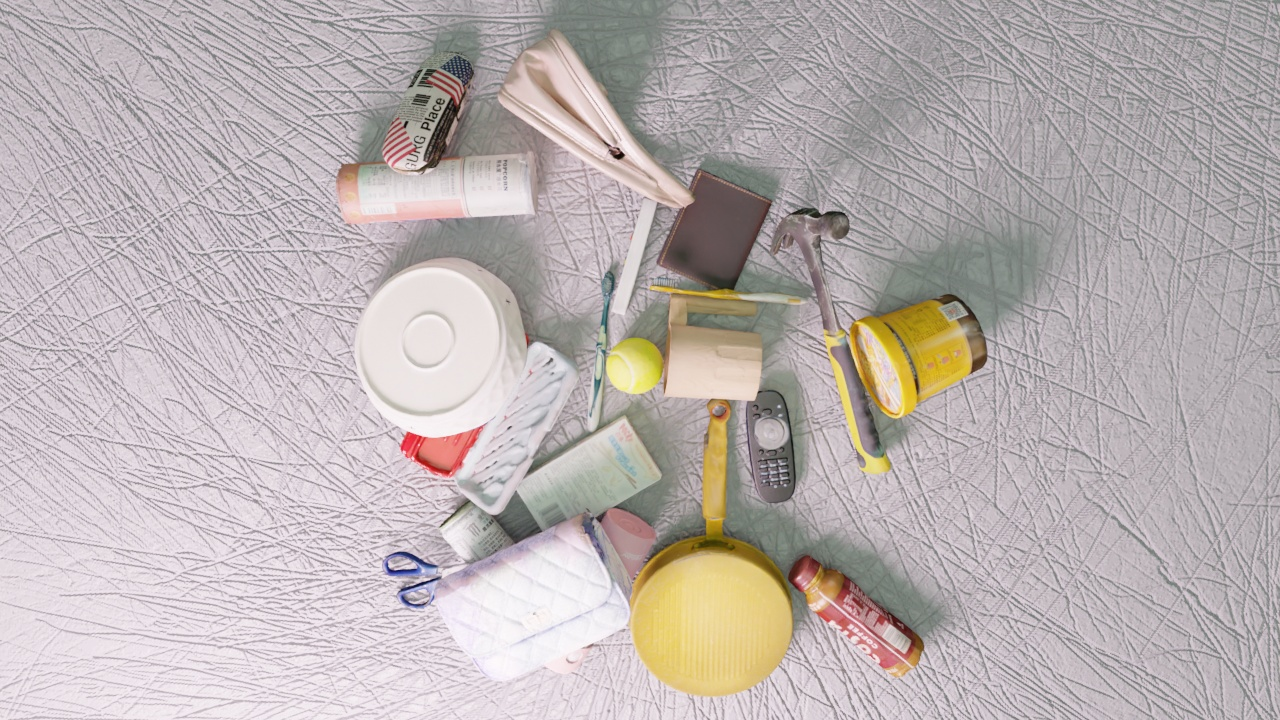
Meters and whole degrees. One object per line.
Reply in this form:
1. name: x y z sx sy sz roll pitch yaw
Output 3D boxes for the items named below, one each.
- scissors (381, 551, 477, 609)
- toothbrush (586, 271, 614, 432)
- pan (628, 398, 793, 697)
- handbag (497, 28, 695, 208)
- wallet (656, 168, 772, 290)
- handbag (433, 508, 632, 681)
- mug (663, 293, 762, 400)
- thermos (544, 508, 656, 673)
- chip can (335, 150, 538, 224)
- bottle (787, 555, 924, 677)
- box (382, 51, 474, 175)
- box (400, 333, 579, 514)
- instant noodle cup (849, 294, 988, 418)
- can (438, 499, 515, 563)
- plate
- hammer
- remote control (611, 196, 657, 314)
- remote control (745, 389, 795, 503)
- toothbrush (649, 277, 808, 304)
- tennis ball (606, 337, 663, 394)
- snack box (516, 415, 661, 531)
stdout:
1. scissors: -0.226 0.259 1.074 0.173 0.012 0.133 15 116 15
2. toothbrush: -0.047 -0.009 1.076 0.016 0.018 0.191 7 96 0
3. pan: 0.086 0.223 1.080 0.198 0.078 0.358 2 105 0
4. handbag: -0.036 -0.240 0.975 0.234 0.193 0.093 40 101 -12
5. wallet: 0.085 -0.148 1.061 0.096 0.020 0.122 24 96 2
6. handbag: -0.111 0.259 1.003 0.194 0.075 0.134 -27 102 6
7. mug: 0.082 -0.015 1.052 0.103 0.084 0.124 5 69 -2
8. thermos: -0.064 0.269 1.071 0.087 0.067 0.199 23 103 -32
9. chip can: -0.226 -0.193 1.030 0.215 0.071 0.071 -3 96 1
10. bottle: 0.253 0.300 1.087 0.175 0.057 0.057 40 94 -4
11. box: -0.232 -0.272 1.014 0.068 0.052 0.164 19 69 -1
12. box: -0.174 0.058 1.064 0.161 0.058 0.201 31 95 12
13. instant noodle cup: 0.313 -0.011 1.030 0.114 0.118 0.118 -23 95 -5
14. can: -0.170 0.234 1.081 0.058 0.058 0.146 -39 94 4
15. plate: -0.230 -0.018 1.032 0.205 0.045 0.204 -2 81 12
16. hammer: 0.222 -0.017 1.031 0.031 0.126 0.323 -27 110 -18
17. remote control: -0.007 -0.118 1.045 0.019 0.056 0.135 16 96 -1
18. remote control: 0.154 0.101 1.083 0.053 0.024 0.136 -6 98 7
19. toothbrush: 0.104 -0.079 1.053 0.191 0.016 0.018 4 94 -12
20. tennis ball: -0.006 0.006 1.053 0.065 0.065 0.065 0 96 0
21. snack box: -0.062 0.141 1.087 0.157 0.027 0.084 -31 95 3
